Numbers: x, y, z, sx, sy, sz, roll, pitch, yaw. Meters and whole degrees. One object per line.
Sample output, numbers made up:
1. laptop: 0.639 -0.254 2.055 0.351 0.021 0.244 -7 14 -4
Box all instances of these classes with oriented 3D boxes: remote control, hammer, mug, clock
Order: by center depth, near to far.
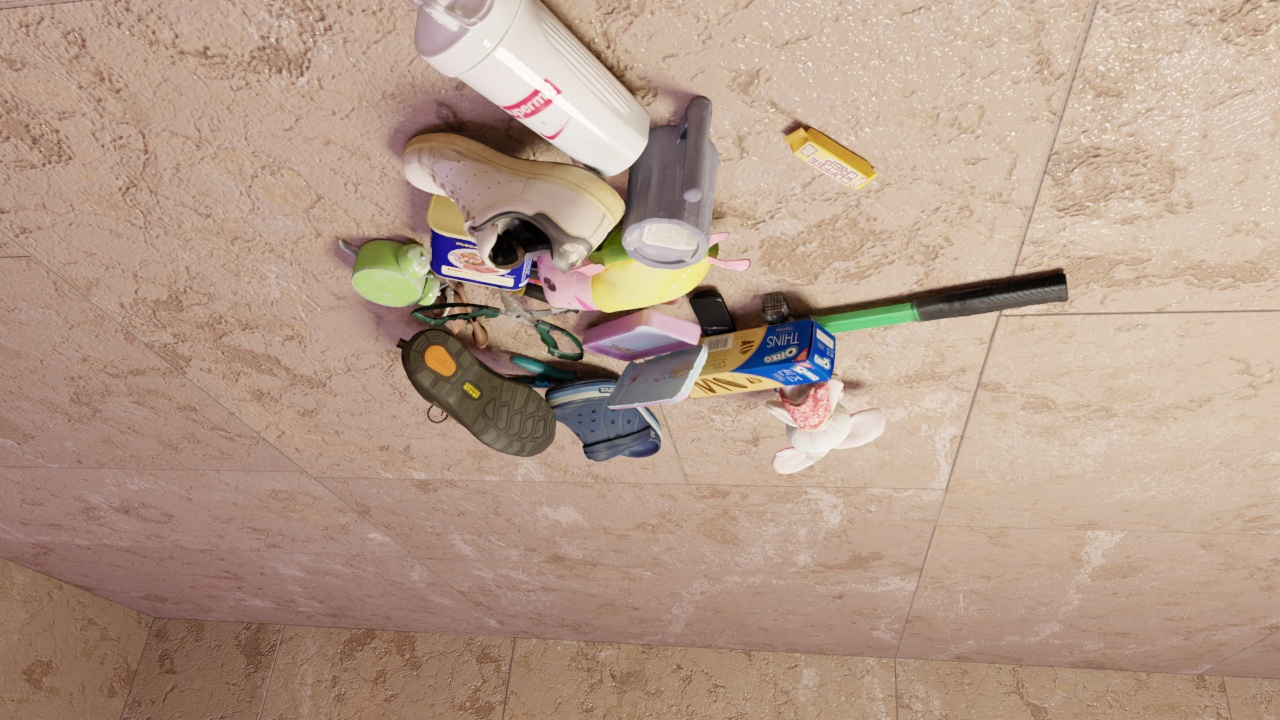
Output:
1. mug: 0.033 -0.156 0.824 0.083 0.103 0.124 14 151 -13
2. hammer: 0.308 -0.055 1.035 0.319 0.032 0.130 -9 147 25
3. clock: -0.280 -0.099 1.053 0.119 0.042 0.094 2 152 5
4. remote control: 0.097 -0.041 1.111 0.041 0.020 0.152 0 152 20

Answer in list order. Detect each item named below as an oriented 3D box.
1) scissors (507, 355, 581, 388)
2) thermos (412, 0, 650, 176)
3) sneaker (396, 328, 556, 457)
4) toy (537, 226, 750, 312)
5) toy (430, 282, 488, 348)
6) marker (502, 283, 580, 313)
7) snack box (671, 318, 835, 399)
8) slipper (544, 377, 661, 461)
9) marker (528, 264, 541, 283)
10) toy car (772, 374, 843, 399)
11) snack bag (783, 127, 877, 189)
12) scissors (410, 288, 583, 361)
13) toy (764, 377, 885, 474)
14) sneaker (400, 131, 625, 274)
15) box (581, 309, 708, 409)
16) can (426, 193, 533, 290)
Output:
1. scissors: -0.128 0.022 1.269 0.156 0.019 0.124 -6 151 17
2. thermos: -0.082 -0.232 0.725 0.100 0.099 0.220 -17 148 36
3. sneaker: -0.229 0.045 1.199 0.238 0.101 0.143 42 162 -28
4. toy: -0.002 -0.098 0.955 0.239 0.087 0.189 -8 173 34
5. toy: -0.226 -0.055 1.126 0.055 0.041 0.102 -17 142 -4
6. marker: -0.128 -0.080 1.083 0.123 0.017 0.021 18 150 -24
7. snack box: 0.128 0.001 1.091 0.207 0.057 0.056 -9 150 41
8. slipper: -0.039 0.099 1.304 0.105 0.095 0.252 -13 153 24
9. marker: -0.097 -0.095 1.045 0.145 0.023 0.021 8 114 -4
10. toy car: 0.209 0.021 1.189 0.113 0.039 0.039 8 130 -6
11. snack bag: 0.174 -0.183 0.836 0.099 0.020 0.026 23 148 -28
12. scissors: -0.154 -0.038 1.090 0.202 0.015 0.201 -3 156 20
13. toy: 0.216 0.068 1.151 0.159 0.084 0.194 -29 132 10
14. sneaker: -0.133 -0.135 0.839 0.242 0.102 0.089 18 163 28
15. box: -0.005 0.008 1.080 0.089 0.092 0.215 17 168 -21
16. can: -0.166 -0.125 0.969 0.116 0.056 0.092 10 152 -8
